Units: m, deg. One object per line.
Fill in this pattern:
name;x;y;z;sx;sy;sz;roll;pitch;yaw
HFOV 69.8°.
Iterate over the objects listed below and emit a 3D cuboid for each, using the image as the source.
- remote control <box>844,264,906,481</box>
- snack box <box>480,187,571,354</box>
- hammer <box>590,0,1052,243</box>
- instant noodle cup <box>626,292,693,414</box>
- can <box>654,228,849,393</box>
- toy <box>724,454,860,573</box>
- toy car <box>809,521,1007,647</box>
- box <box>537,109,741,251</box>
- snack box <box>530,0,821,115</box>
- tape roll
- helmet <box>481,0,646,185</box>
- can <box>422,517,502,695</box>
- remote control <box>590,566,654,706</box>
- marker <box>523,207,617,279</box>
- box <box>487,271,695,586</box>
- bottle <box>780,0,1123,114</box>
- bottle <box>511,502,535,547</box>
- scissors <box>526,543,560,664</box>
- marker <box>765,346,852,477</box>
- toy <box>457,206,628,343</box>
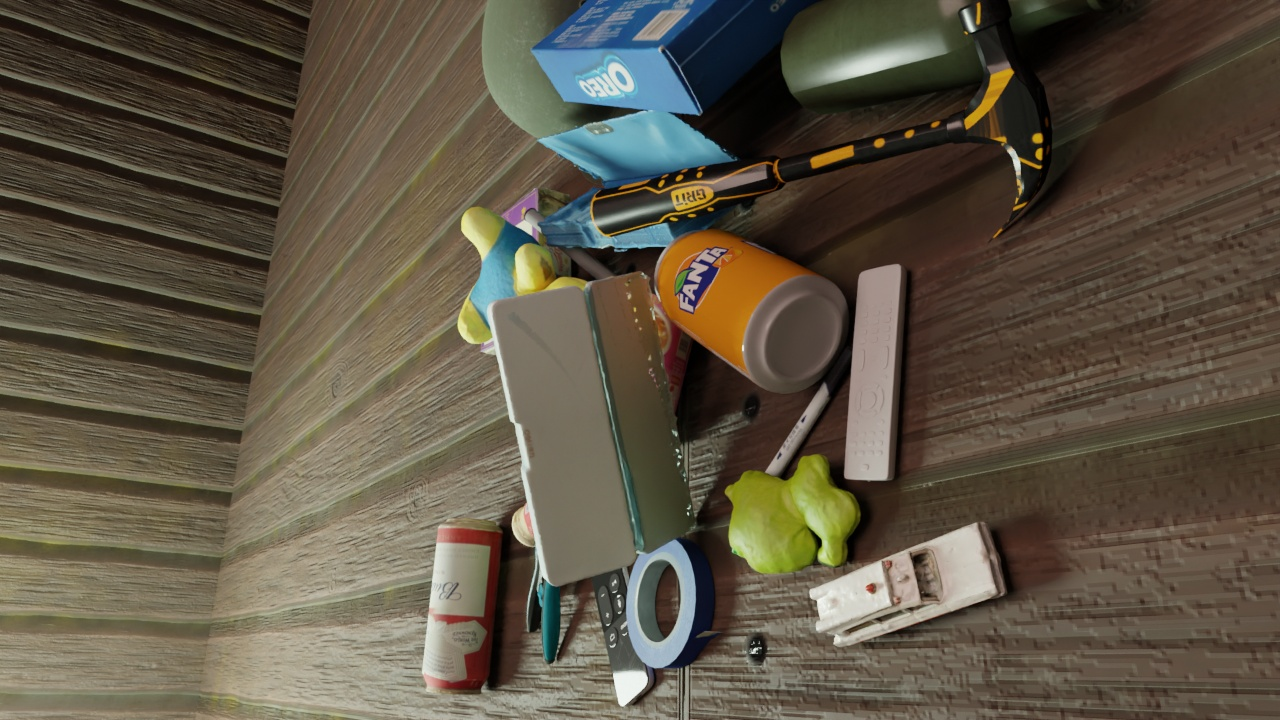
remote control;0.142;0.008;0.551;0.033;0.012;0.130;-9;72;55
snack box;-0.125;-0.090;0.979;0.144;0.040;0.148;-18;70;55
hammer;0.087;-0.114;0.567;0.321;0.036;0.123;-5;112;45
instant noodle cup;-0.004;0.004;0.723;0.098;0.097;0.108;14;83;59
can;0.070;-0.039;0.621;0.142;0.079;0.079;41;113;56
toy;0.093;0.098;0.577;0.094;0.036;0.094;-56;46;24
toy car;0.138;0.121;0.491;0.113;0.039;0.039;-40;46;45
box;-0.019;-0.157;0.767;0.094;0.102;0.232;-39;23;-20
snack box;0.041;-0.274;0.693;0.195;0.056;0.239;-44;31;-8
tape roll;0.021;0.179;0.681;0.092;0.016;0.093;-50;40;38
helmet;-0.067;-0.321;0.877;0.227;0.153;0.268;28;103;58
can;-0.180;0.248;0.932;0.067;0.067;0.170;-19;63;55
remote control;-0.019;0.203;0.744;0.045;0.008;0.146;-53;39;34
marker;-0.064;-0.105;0.876;0.140;0.016;0.016;41;116;30
box;-0.027;0.043;0.635;0.049;0.136;0.197;-1;101;55
bottle;0.170;-0.191;0.525;0.207;0.071;0.071;9;87;59
bottle;-0.077;0.131;0.834;0.109;0.044;0.044;-46;43;41
scissors;-0.084;0.201;0.816;0.128;0.019;0.153;-44;53;57
marker;0.100;0.055;0.604;0.152;0.011;0.011;-62;34;23
toy;-0.083;-0.036;0.832;0.214;0.083;0.149;37;130;33
